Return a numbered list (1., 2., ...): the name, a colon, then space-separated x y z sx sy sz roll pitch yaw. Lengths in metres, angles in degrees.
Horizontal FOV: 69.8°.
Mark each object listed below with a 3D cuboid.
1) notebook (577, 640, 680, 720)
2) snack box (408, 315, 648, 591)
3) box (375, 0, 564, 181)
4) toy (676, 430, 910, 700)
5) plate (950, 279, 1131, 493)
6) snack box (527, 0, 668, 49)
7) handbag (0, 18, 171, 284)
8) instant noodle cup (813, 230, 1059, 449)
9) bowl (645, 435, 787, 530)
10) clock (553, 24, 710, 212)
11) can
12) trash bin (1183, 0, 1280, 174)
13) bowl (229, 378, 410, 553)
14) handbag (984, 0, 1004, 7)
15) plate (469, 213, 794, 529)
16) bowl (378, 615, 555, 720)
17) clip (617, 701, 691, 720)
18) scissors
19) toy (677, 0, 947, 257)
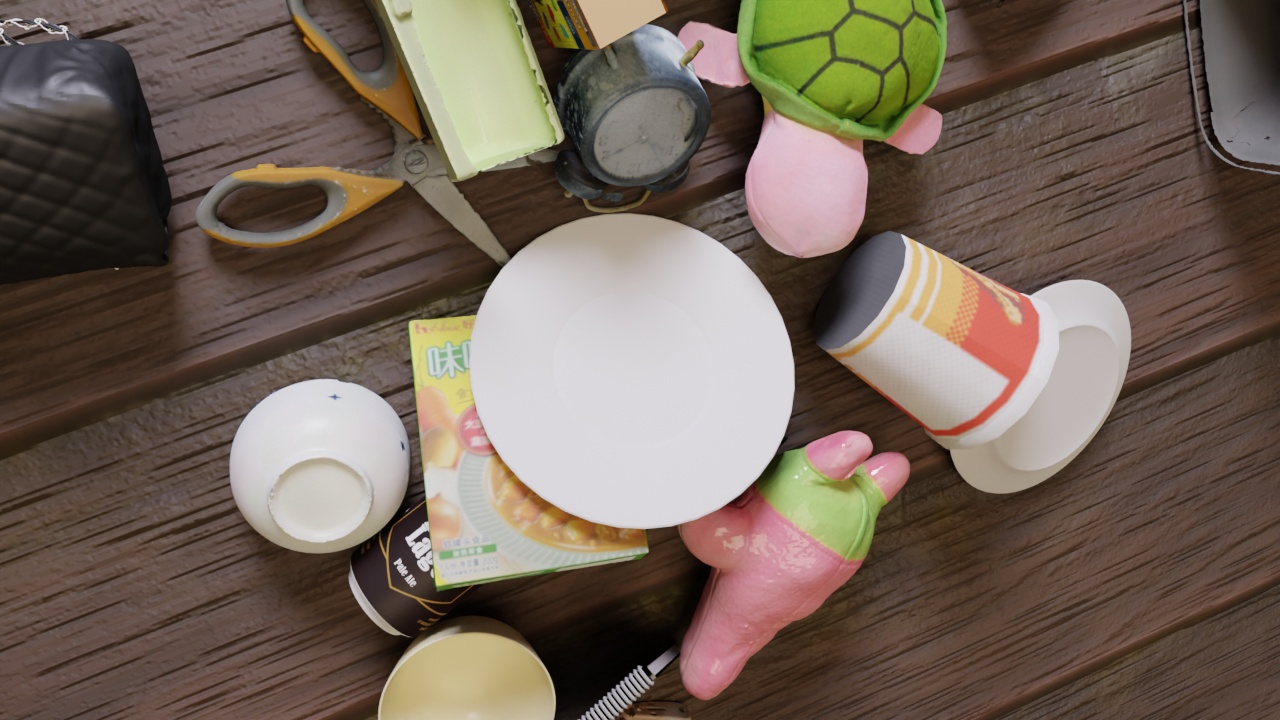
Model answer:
1. notebook: -0.057 0.285 0.670 0.206 0.149 0.016 -42 75 1
2. snack box: -0.073 0.051 0.583 0.131 0.027 0.168 -6 73 -15
3. box: -0.102 -0.196 0.494 0.083 0.091 0.188 -25 107 -14
4. toy: 0.100 0.149 0.680 0.192 0.097 0.237 28 99 -42
5. plate: 0.328 0.028 0.734 0.188 0.016 0.189 -11 118 -21
6. snack box: -0.040 -0.218 0.491 0.040 0.126 0.088 -30 115 -5
7. handbag: -0.334 -0.104 0.482 0.153 0.114 0.125 -14 136 -15
8. instant noodle cup: 0.199 -0.020 0.645 0.121 0.123 0.123 29 99 -16
9. bowl: 0.037 0.066 0.645 0.124 0.124 0.052 -31 77 -4
10. clock: -0.007 -0.142 0.560 0.090 0.052 0.130 -9 146 -20
11. can: -0.127 0.122 0.618 0.128 0.072 0.072 -38 115 -1
12. trash bin: 0.540 -0.258 0.625 0.220 0.197 0.197 -27 113 -13
13. bowl: -0.202 0.074 0.583 0.113 0.063 0.113 -6 111 -16
14. handbag: 0.276 -0.322 0.588 0.169 0.068 0.145 -26 122 -14
15. plate: -0.003 0.003 0.587 0.208 0.015 0.208 3 72 -10
16. bowl: -0.123 0.229 0.654 0.118 0.074 0.118 -3 104 -11
17. clip: 0.014 0.291 0.749 0.062 0.024 0.045 28 99 -20
18. scissors: -0.154 -0.137 0.547 0.225 0.016 0.225 -11 112 -15
19. toy: 0.121 -0.183 0.575 0.190 0.088 0.238 17 97 -17
